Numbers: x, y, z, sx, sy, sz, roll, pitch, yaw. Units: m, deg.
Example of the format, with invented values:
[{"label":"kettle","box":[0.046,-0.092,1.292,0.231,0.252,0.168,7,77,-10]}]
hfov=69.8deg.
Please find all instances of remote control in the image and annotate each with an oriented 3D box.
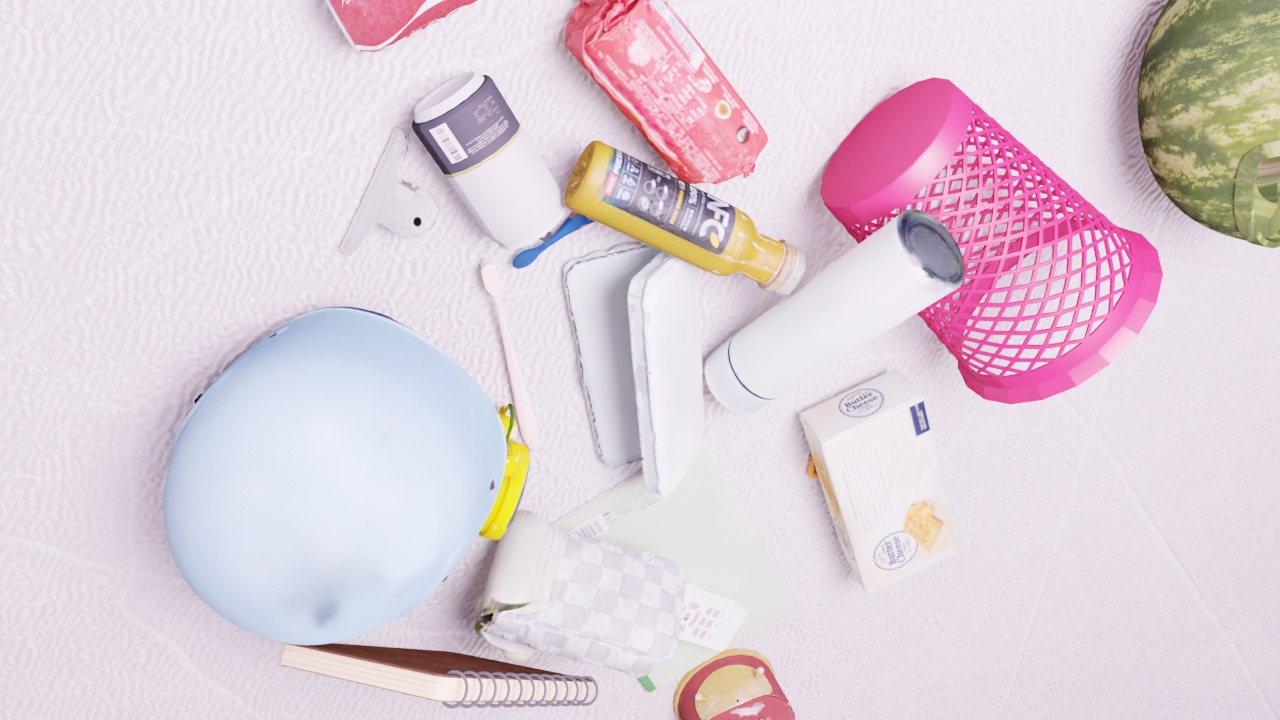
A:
[{"label":"remote control","box":[0.039,0.243,0.896,0.143,0.024,0.049,25,102,-27]}]

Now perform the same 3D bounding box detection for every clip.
[{"label":"clip","box":[-0.174,-0.111,0.662,0.054,0.038,0.102,26,106,-14]}]

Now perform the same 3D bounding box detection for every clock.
[{"label":"clock","box":[-0.123,0.090,0.748,0.057,0.083,0.119,21,109,-19]},{"label":"clock","box":[0.106,0.390,0.972,0.117,0.081,0.159,-20,120,-8]}]

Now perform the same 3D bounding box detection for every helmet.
[{"label":"helmet","box":[0.518,-0.226,0.714,0.212,0.248,0.243,-8,78,-32]},{"label":"helmet","box":[-0.233,0.099,0.649,0.225,0.166,0.266,38,118,-5]}]

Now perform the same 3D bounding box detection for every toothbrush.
[{"label":"toothbrush","box":[-0.105,0.000,0.749,0.015,0.018,0.181,-15,122,-10]},{"label":"toothbrush","box":[-0.043,-0.111,0.714,0.135,0.017,0.021,-34,125,-3]}]

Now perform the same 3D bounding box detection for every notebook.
[{"label":"notebook","box":[0.033,0.208,0.899,0.182,0.010,0.253,-31,120,-2]},{"label":"notebook","box":[-0.152,0.251,0.735,0.225,0.168,0.024,37,58,-59]}]

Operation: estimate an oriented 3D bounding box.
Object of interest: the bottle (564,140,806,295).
[{"label":"bottle","box":[0.037,-0.100,0.681,0.186,0.053,0.053,22,106,-19]}]

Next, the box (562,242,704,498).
[{"label":"box","box":[-0.008,0.002,0.773,0.107,0.110,0.217,-42,137,-48]}]

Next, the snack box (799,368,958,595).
[{"label":"snack box","box":[0.231,0.120,0.880,0.104,0.057,0.208,-25,121,-3]}]

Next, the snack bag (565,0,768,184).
[{"label":"snack bag","box":[0.020,-0.192,0.655,0.082,0.082,0.176,-44,120,5]}]

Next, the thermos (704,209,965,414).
[{"label":"thermos","box":[0.141,-0.029,0.715,0.068,0.067,0.231,19,144,-26]}]

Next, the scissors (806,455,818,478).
[{"label":"scissors","box":[0.224,0.093,0.905,0.125,0.011,0.129,-27,122,-2]}]

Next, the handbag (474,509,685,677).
[{"label":"handbag","box":[-0.053,0.215,0.802,0.171,0.112,0.124,18,137,-8]}]

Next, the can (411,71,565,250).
[{"label":"can","box":[-0.103,-0.135,0.652,0.064,0.064,0.127,-33,121,-1]}]

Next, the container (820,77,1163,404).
[{"label":"container","box":[0.267,-0.103,0.740,0.225,0.183,0.183,37,99,-22]}]

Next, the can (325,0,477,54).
[{"label":"can","box":[-0.151,-0.240,0.590,0.096,0.054,0.054,-29,121,-3]}]
